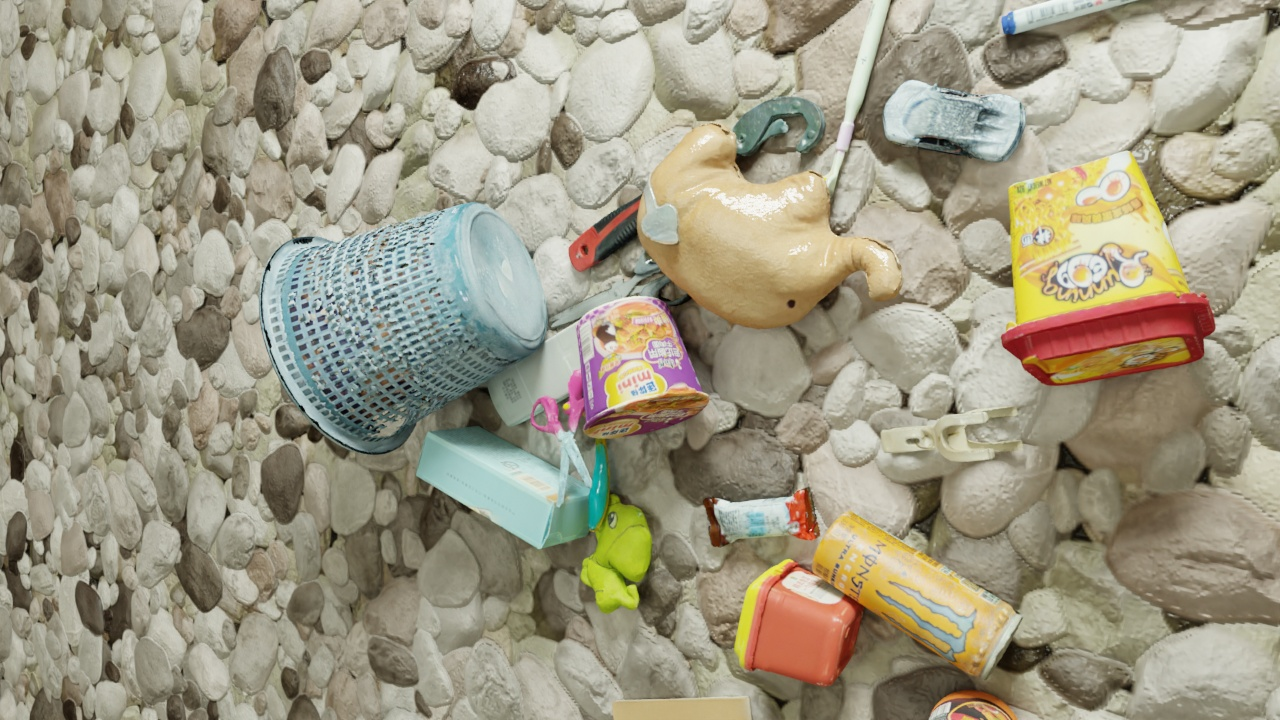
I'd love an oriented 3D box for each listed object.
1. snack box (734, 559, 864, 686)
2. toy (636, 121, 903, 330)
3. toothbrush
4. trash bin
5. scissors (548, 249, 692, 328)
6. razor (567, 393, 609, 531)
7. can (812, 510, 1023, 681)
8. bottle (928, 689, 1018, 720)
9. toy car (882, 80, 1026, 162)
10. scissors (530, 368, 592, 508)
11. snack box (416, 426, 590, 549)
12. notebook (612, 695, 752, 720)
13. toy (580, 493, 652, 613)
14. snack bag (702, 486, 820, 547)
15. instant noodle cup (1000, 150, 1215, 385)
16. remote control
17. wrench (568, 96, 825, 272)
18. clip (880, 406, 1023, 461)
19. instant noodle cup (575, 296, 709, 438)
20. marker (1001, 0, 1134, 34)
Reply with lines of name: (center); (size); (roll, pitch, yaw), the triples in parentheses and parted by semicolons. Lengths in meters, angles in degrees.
snack box: (0.127, 0.205, 0.718); (0.080, 0.091, 0.082); (13, 98, 25)
toy: (0.098, -0.090, 0.736); (0.226, 0.082, 0.144); (32, 121, 18)
toothbrush: (0.171, -0.222, 0.724); (0.020, 0.029, 0.189); (14, 100, -11)
trash bin: (-0.205, -0.045, 0.871); (0.195, 0.226, 0.226); (-20, 80, 19)
scissors: (-0.021, -0.073, 0.856); (0.175, 0.014, 0.133); (19, 102, 34)
razor: (-0.042, 0.092, 0.853); (0.043, 0.028, 0.132); (-14, 72, 35)
can: (0.203, 0.173, 0.685); (0.146, 0.058, 0.058); (30, 106, 29)
bottle: (0.216, 0.274, 0.624); (0.067, 0.149, 0.067); (0, 90, 32)
toy car: (0.229, -0.178, 0.680); (0.106, 0.031, 0.049); (20, 101, 32)
scissors: (-0.073, 0.072, 0.838); (0.108, 0.017, 0.135); (-14, 59, 38)
snack box: (-0.130, 0.119, 0.889); (0.175, 0.074, 0.052); (24, 102, 30)
notebook: (0.047, 0.405, 0.804); (0.148, 0.008, 0.207); (-16, 75, 32)
toy: (-0.020, 0.179, 0.844); (0.100, 0.031, 0.096); (-52, 57, 25)
snack bag: (0.099, 0.133, 0.770); (0.105, 0.026, 0.045); (-12, 93, 33)
instant noodle cup: (0.296, -0.057, 0.598); (0.116, 0.116, 0.123); (-14, 71, 33)
remote control: (-0.086, 0.012, 0.889); (0.150, 0.021, 0.058); (-28, 83, 31)
wrench: (0.038, -0.153, 0.812); (0.274, 0.016, 0.056); (-26, 76, 30)
clip: (0.238, 0.055, 0.682); (0.102, 0.095, 0.035); (158, 103, -71)
instant noodle cup: (-0.005, 0.005, 0.795); (0.112, 0.111, 0.099); (-25, 68, 31)
marker: (0.324, -0.249, 0.626); (0.146, 0.016, 0.017); (-6, 87, 33)
